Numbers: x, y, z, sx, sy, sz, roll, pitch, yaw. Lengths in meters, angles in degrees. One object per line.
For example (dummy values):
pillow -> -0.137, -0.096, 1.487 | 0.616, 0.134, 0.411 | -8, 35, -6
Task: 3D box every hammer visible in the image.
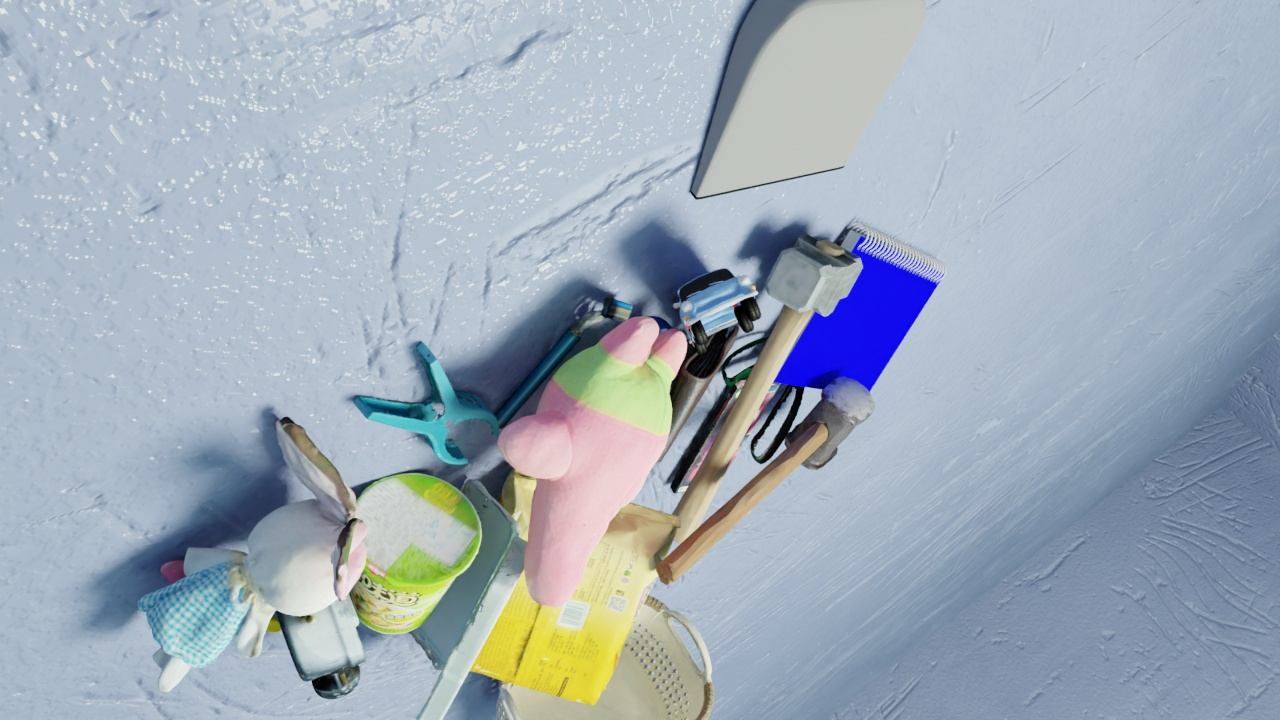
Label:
hammer -> 0.101, 0.036, 0.850 | 0.117, 0.051, 0.323 | -19, 138, -60
hammer -> 0.121, 0.114, 0.872 | 0.327, 0.052, 0.098 | -32, 159, -45

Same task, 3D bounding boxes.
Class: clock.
clock -> -0.247, 0.208, 0.712 | 0.052, 0.090, 0.130 | -20, 139, -22

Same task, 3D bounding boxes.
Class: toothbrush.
toothbrush -> -0.307, 0.173, 0.677 | 0.021, 0.016, 0.135 | -34, 143, -7

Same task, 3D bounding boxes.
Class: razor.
razor -> -0.067, 0.001, 0.717 | 0.144, 0.022, 0.042 | -44, 161, 13

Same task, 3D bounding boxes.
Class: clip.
clip -> -0.136, 0.028, 0.673 | 0.113, 0.028, 0.127 | -34, 146, -8

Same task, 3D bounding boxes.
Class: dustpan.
dustpan -> 0.135, -0.232, 0.642 | 0.162, 0.033, 0.258 | -18, 150, -32

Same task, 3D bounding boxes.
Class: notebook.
notebook -> 0.229, -0.045, 0.949 | 0.208, 0.022, 0.172 | 9, 115, -51

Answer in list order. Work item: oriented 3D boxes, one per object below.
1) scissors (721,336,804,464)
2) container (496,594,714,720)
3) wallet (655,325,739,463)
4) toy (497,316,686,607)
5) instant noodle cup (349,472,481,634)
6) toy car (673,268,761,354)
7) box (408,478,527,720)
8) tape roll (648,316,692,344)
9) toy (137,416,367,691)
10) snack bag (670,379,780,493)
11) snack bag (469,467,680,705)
scissors -> 0.144, 0.031, 0.951 | 0.201, 0.015, 0.204 | -17, 129, -37
container -> -0.050, 0.395, 1.070 | 0.245, 0.184, 0.143 | -16, 150, -33
wallet -> 0.047, 0.027, 0.816 | 0.100, 0.031, 0.119 | -64, 172, 31
toy -> -0.038, 0.076, 0.707 | 0.192, 0.097, 0.236 | 20, 92, -62
instant noodle cup -> -0.185, 0.158, 0.721 | 0.098, 0.099, 0.108 | -14, 147, -36
toy car -> 0.058, -0.042, 0.719 | 0.056, 0.055, 0.153 | -25, 175, 2
box -> -0.156, 0.210, 0.774 | 0.075, 0.125, 0.198 | -4, 132, -45
tape roll -> -0.005, 0.005, 0.788 | 0.093, 0.016, 0.091 | -50, 147, 14
toy -> -0.247, 0.153, 0.616 | 0.205, 0.131, 0.105 | -43, 148, 10
snack bag -> 0.089, 0.080, 0.977 | 0.074, 0.018, 0.155 | -4, 131, -45
snack bag -> -0.073, 0.216, 0.835 | 0.159, 0.068, 0.248 | 16, 119, -8
